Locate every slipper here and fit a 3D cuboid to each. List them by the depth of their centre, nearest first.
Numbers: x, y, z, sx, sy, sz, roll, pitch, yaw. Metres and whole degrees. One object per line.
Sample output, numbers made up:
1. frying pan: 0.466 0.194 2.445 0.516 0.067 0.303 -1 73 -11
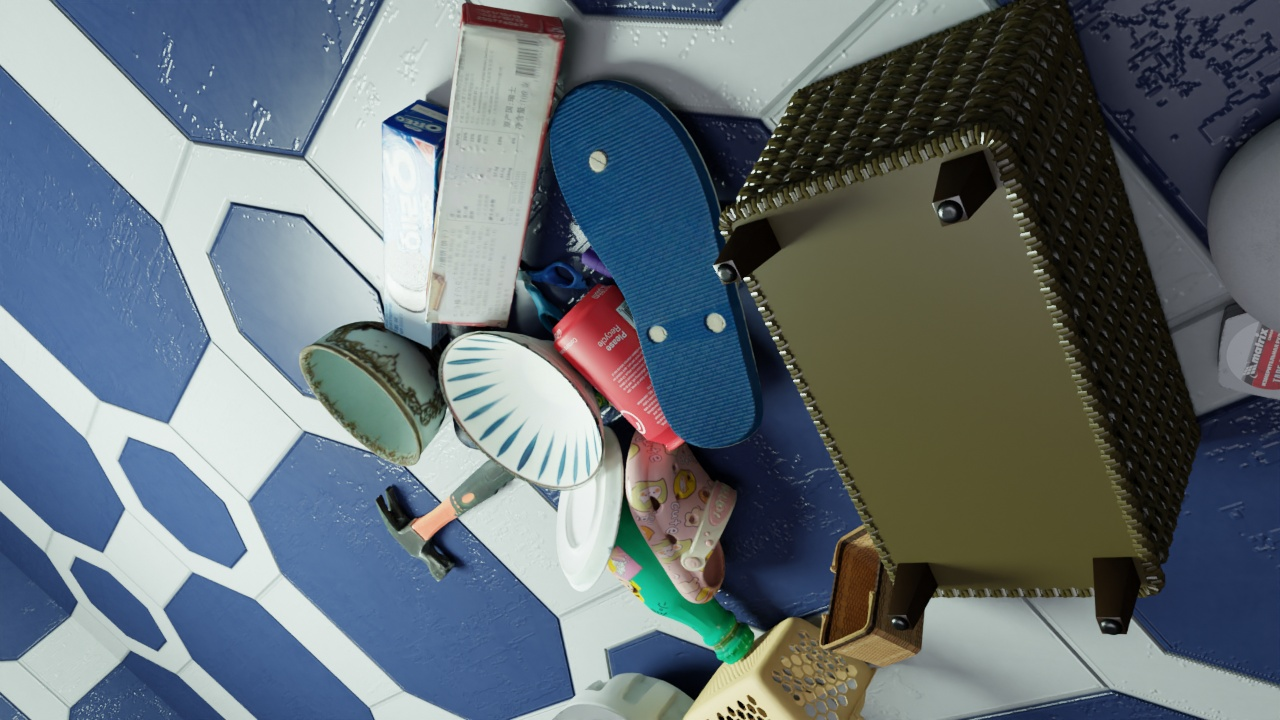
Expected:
1. slipper: 0.026 -0.075 0.703 0.118 0.060 0.295 -15 101 32
2. slipper: 0.050 0.143 0.844 0.082 0.093 0.197 -9 119 26

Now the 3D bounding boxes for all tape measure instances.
1. tape measure: 0.382 -0.008 0.550 0.062 0.020 0.060 11 123 25

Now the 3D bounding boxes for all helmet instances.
1. helmet: -0.001 0.466 1.048 0.224 0.183 0.283 26 147 19

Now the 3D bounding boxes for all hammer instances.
1. hammer: -0.205 0.160 1.065 0.133 0.033 0.334 48 134 -6

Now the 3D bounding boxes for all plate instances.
1. plate: -0.051 0.138 0.869 0.014 0.156 0.157 12 140 -21

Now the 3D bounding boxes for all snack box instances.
1. snack box: -0.121 -0.141 0.729 0.076 0.044 0.274 3 133 -18
2. snack box: -0.194 -0.115 0.822 0.059 0.059 0.227 24 132 11

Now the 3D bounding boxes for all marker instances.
1. marker: 0.010 -0.061 0.760 0.134 0.015 0.018 28 121 13

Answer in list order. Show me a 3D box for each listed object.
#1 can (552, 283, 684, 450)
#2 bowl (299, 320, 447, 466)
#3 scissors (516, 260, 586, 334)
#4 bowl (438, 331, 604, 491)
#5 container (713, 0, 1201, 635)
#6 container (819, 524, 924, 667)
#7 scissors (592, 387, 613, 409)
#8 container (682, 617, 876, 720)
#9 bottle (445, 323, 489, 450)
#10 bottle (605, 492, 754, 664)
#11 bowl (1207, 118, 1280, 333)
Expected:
1. can: -0.005 0.005 0.778 0.142 0.074 0.075 45 135 -4
2. bowl: -0.253 0.018 0.931 0.160 0.093 0.160 26 143 21
3. scissors: -0.099 -0.082 0.821 0.133 0.015 0.104 44 139 2
4. bowl: -0.093 0.030 0.843 0.177 0.070 0.178 20 134 21
5. container: 0.192 -0.007 0.546 0.177 0.204 0.321 -12 116 39
6. container: 0.201 0.200 0.776 0.061 0.113 0.063 33 137 -11
7. scissors: -0.042 0.031 0.867 0.131 0.014 0.070 -13 113 39
8. container: 0.156 0.366 0.914 0.167 0.128 0.184 43 136 7
9. bottle: -0.163 0.016 0.904 0.056 0.056 0.161 18 131 21
10. bottle: 0.028 0.223 0.930 0.209 0.067 0.068 44 135 -3
11. bowl: 0.369 -0.067 0.469 0.132 0.064 0.132 14 121 24
